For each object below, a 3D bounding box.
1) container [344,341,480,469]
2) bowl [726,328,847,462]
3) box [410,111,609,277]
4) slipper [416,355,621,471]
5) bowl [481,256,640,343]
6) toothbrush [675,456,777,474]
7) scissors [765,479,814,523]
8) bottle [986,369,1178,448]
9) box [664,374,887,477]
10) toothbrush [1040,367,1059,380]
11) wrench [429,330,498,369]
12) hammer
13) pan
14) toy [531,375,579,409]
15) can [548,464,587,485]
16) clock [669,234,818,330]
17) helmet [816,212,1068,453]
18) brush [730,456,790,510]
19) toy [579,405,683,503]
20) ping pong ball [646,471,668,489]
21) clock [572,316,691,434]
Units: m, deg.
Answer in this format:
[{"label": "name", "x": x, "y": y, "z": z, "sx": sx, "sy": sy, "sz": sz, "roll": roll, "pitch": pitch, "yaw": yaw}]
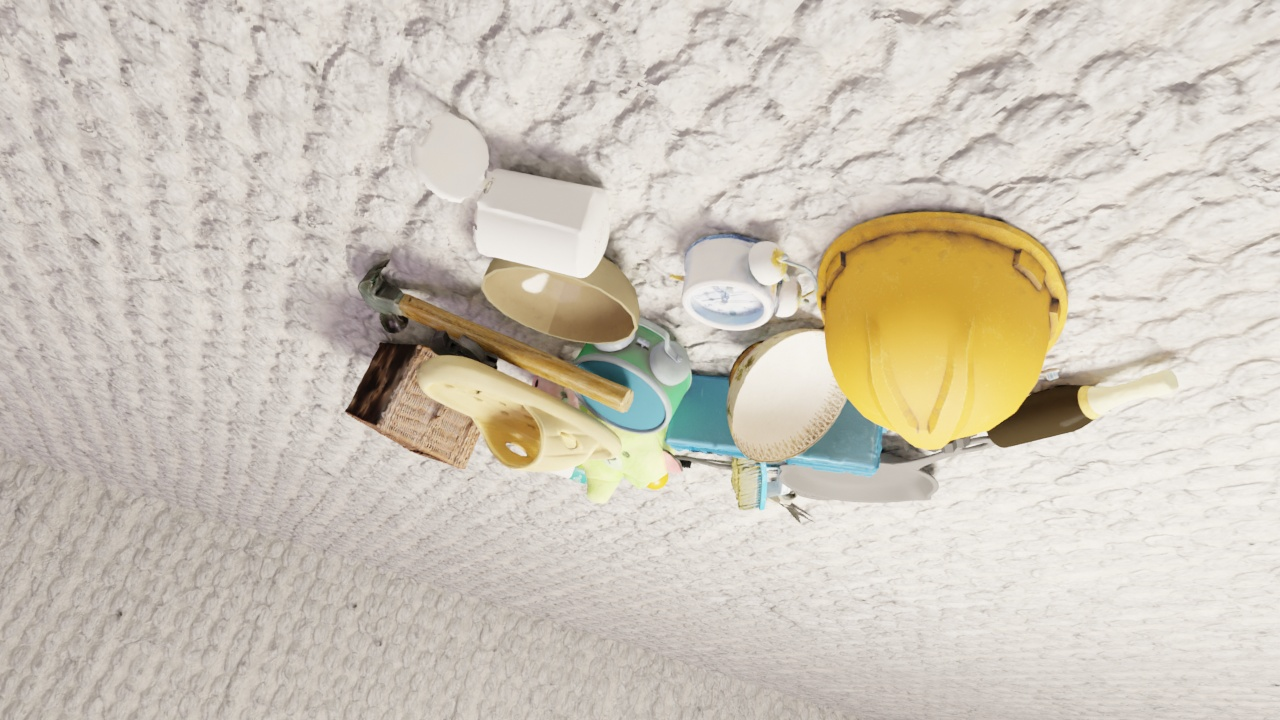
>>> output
[{"label": "container", "x": -0.267, "y": 0.049, "z": 1.111, "sx": 0.112, "sy": 0.113, "sz": 0.199, "roll": 30, "pitch": 166, "yaw": -27}, {"label": "bowl", "x": 0.135, "y": 0.024, "z": 0.916, "sx": 0.145, "sy": 0.145, "sz": 0.063, "roll": 37, "pitch": -175, "yaw": -39}, {"label": "box", "x": -0.102, "y": -0.133, "z": 0.744, "sx": 0.147, "sy": 0.084, "sz": 0.136, "roll": 12, "pitch": 161, "yaw": 7}, {"label": "slipper", "x": -0.134, "y": 0.077, "z": 0.990, "sx": 0.112, "sy": 0.079, "sz": 0.261, "roll": -10, "pitch": 148, "yaw": 43}, {"label": "bowl", "x": -0.070, "y": -0.072, "z": 0.871, "sx": 0.152, "sy": 0.050, "sz": 0.152, "roll": 13, "pitch": 159, "yaw": 5}, {"label": "toothbrush", "x": 0.122, "y": 0.147, "z": 1.271, "sx": 0.167, "sy": 0.013, "sz": 0.013, "roll": 3, "pitch": 152, "yaw": 18}, {"label": "scissors", "x": 0.202, "y": 0.206, "z": 1.348, "sx": 0.150, "sy": 0.012, "sz": 0.165, "roll": 13, "pitch": 156, "yaw": 6}, {"label": "bottle", "x": 0.411, "y": 0.042, "z": 0.861, "sx": 0.045, "sy": 0.045, "sz": 0.185, "roll": 25, "pitch": 153, "yaw": -21}, {"label": "box", "x": 0.156, "y": 0.084, "z": 1.034, "sx": 0.232, "sy": 0.094, "sz": 0.112, "roll": 4, "pitch": 156, "yaw": 19}, {"label": "toothbrush", "x": 0.324, "y": 0.026, "z": 0.905, "sx": 0.022, "sy": 0.024, "sz": 0.186, "roll": -18, "pitch": 179, "yaw": -40}, {"label": "wrench", "x": -0.154, "y": 0.039, "z": 1.030, "sx": 0.073, "sy": 0.018, "sz": 0.273, "roll": 9, "pitch": 155, "yaw": 24}, {"label": "hammer", "x": -0.159, "y": -0.020, "z": 0.973, "sx": 0.331, "sy": 0.033, "sz": 0.132, "roll": 22, "pitch": 155, "yaw": 17}, {"label": "pan", "x": 0.295, "y": 0.125, "z": 1.093, "sx": 0.216, "sy": 0.024, "sz": 0.355, "roll": 14, "pitch": 158, "yaw": -18}, {"label": "toy", "x": -0.107, "y": 0.044, "z": 1.120, "sx": 0.052, "sy": 0.099, "sz": 0.096, "roll": -16, "pitch": -164, "yaw": -27}, {"label": "can", "x": -0.096, "y": 0.146, "z": 1.332, "sx": 0.101, "sy": 0.054, "sz": 0.055, "roll": 21, "pitch": 154, "yaw": -13}, {"label": "clock", "x": 0.093, "y": -0.069, "z": 0.802, "sx": 0.126, "sy": 0.051, "sz": 0.089, "roll": -4, "pitch": 148, "yaw": 28}, {"label": "helmet", "x": 0.244, "y": 0.002, "z": 0.771, "sx": 0.206, "sy": 0.131, "sz": 0.255, "roll": 3, "pitch": 151, "yaw": 25}, {"label": "brush", "x": 0.158, "y": 0.142, "z": 1.191, "sx": 0.075, "sy": 0.055, "sz": 0.136, "roll": -13, "pitch": 146, "yaw": -3}, {"label": "toy", "x": -0.025, "y": 0.101, "z": 1.164, "sx": 0.150, "sy": 0.107, "sz": 0.197, "roll": 48, "pitch": 136, "yaw": -13}, {"label": "ping pong ball", "x": 0.021, "y": 0.167, "z": 1.331, "sx": 0.040, "sy": 0.040, "sz": 0.040, "roll": 12, "pitch": 155, "yaw": 6}, {"label": "clock", "x": -0.006, "y": 0.006, "z": 0.975, "sx": 0.122, "sy": 0.075, "sz": 0.162, "roll": 28, "pitch": 145, "yaw": 5}]
